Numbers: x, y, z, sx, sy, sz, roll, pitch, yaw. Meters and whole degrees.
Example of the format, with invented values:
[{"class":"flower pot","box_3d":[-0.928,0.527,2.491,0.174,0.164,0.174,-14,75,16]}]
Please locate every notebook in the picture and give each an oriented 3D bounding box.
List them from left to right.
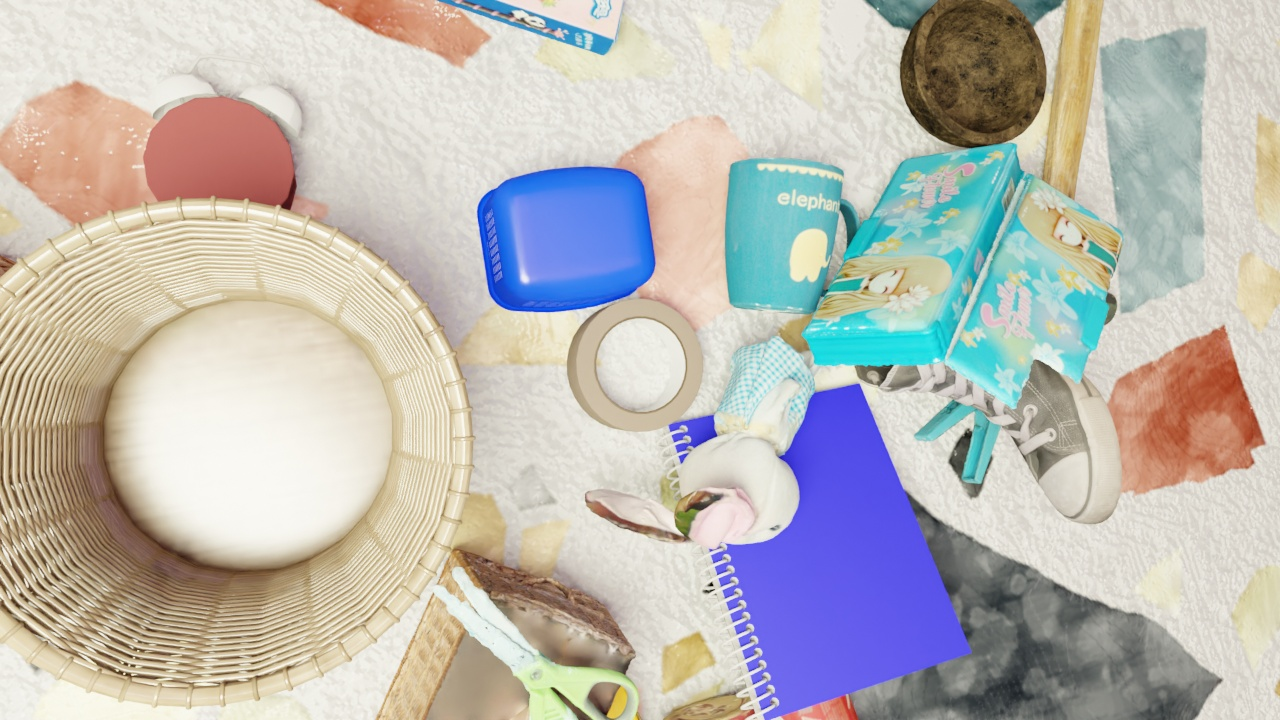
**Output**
[{"class":"notebook","box_3d":[0.119,0.128,0.655,0.171,0.022,0.209,-11,68,-18]}]

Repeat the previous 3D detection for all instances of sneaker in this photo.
[{"class":"sneaker","box_3d":[0.244,0.022,0.672,0.119,0.095,0.234,-17,69,-14]}]

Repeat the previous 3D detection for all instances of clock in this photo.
[{"class":"clock","box_3d":[-0.258,-0.128,0.572,0.087,0.044,0.124,3,87,-17]}]

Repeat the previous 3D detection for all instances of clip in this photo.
[{"class":"clip","box_3d":[0.268,0.025,0.744,0.126,0.028,0.113,-44,102,-13]}]

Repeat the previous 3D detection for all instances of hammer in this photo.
[{"class":"hammer","box_3d":[0.362,-0.203,0.779,0.132,0.033,0.330,12,84,-16]}]

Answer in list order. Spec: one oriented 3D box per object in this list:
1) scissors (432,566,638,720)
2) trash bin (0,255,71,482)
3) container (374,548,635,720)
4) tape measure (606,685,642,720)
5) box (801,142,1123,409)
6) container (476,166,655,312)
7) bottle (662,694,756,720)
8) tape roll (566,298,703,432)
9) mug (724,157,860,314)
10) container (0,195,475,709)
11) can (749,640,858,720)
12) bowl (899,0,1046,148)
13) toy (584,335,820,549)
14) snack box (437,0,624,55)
[{"class":"scissors","box_3d":[-0.055,0.160,0.488,0.072,0.033,0.175,-37,128,-10]},{"class":"trash bin","box_3d":[-0.376,0.002,0.444,0.151,0.210,0.151,1,87,-18]},{"class":"container","box_3d":[-0.098,0.230,0.574,0.113,0.113,0.198,26,82,-15]},{"class":"tape measure","box_3d":[-0.015,0.253,0.626,0.030,0.059,0.068,-19,61,-15]},{"class":"box","box_3d":[0.232,-0.067,0.633,0.181,0.074,0.226,18,50,23]},{"class":"container","box_3d":[-0.048,-0.084,0.629,0.114,0.058,0.096,-9,91,-18]},{"class":"bottle","box_3d":[0.065,0.295,0.629,0.098,0.099,0.111,-11,82,-18]},{"class":"tape roll","box_3d":[-0.004,0.004,0.654,0.093,0.030,0.093,1,88,-18]},{"class":"mug","box_3d":[0.114,-0.086,0.671,0.112,0.084,0.104,5,92,-28]},{"class":"container","box_3d":[-0.216,0.044,0.499,0.226,0.196,0.227,1,88,-18]},{"class":"can","box_3d":[0.128,0.273,0.667,0.067,0.067,0.170,-23,95,-17]},{"class":"bowl","box_3d":[0.254,-0.225,0.731,0.121,0.056,0.121,1,88,-18]},{"class":"toy","box_3d":[0.070,0.063,0.625,0.204,0.131,0.106,-50,116,-37]},{"class":"snack box","box_3d":[-0.084,-0.281,0.638,0.154,0.033,0.088,13,84,-17]}]
